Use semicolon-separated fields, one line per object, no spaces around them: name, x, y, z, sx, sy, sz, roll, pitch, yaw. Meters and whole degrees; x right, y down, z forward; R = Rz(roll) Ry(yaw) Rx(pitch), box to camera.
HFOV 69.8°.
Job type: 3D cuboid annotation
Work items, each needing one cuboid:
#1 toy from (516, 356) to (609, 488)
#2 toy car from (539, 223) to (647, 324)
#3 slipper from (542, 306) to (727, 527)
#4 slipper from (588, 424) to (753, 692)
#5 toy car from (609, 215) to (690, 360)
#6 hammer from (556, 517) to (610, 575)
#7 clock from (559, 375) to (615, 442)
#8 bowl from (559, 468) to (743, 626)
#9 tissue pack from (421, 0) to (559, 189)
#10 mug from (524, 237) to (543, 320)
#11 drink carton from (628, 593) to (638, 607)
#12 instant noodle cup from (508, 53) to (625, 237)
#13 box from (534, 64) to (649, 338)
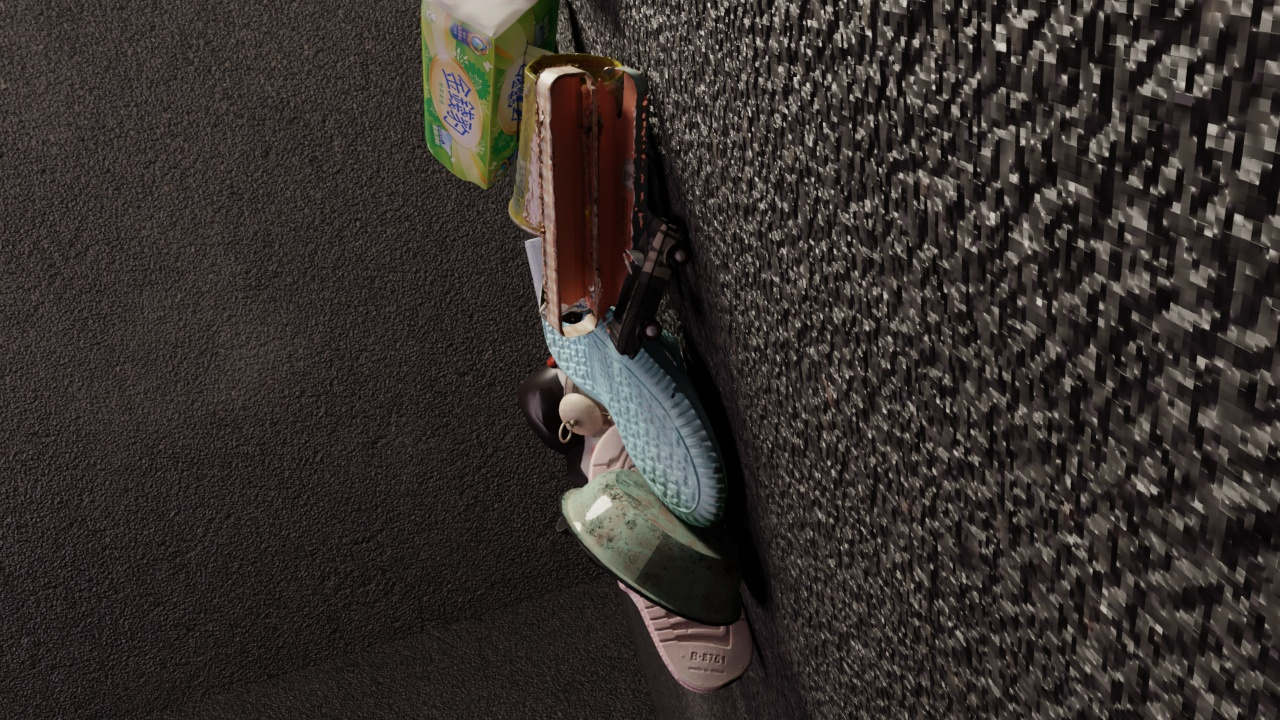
toy;-0.058;0.090;1.049;0.158;0.140;0.184;-7;-114;-61
toy car;-0.034;-0.066;0.681;0.040;0.113;0.048;35;-138;-39
slipper;0.001;0.014;0.709;0.276;0.069;0.116;45;149;47
slipper;0.021;0.164;0.780;0.064;0.094;0.239;100;151;-63
toy car;0.001;-0.049;0.593;0.040;0.037;0.092;-120;49;-69
hammer;-0.038;0.143;1.157;0.132;0.040;0.304;40;-156;-22
clock;-0.039;0.035;0.905;0.140;0.055;0.093;-50;-40;-44
bowl;0.017;0.128;0.675;0.157;0.038;0.157;31;-170;-7
tissue pack;-0.111;-0.246;0.835;0.141;0.120;0.198;31;155;8
mug;-0.078;-0.101;1.084;0.123;0.084;0.104;-40;-61;-68
drink carton;0.002;0.206;0.973;0.122;0.059;0.040;55;-157;6
instant noodle cup;-0.044;-0.153;0.648;0.102;0.102;0.108;-114;21;-50
box;-0.033;-0.097;0.605;0.054;0.076;0.187;-55;-30;-56
